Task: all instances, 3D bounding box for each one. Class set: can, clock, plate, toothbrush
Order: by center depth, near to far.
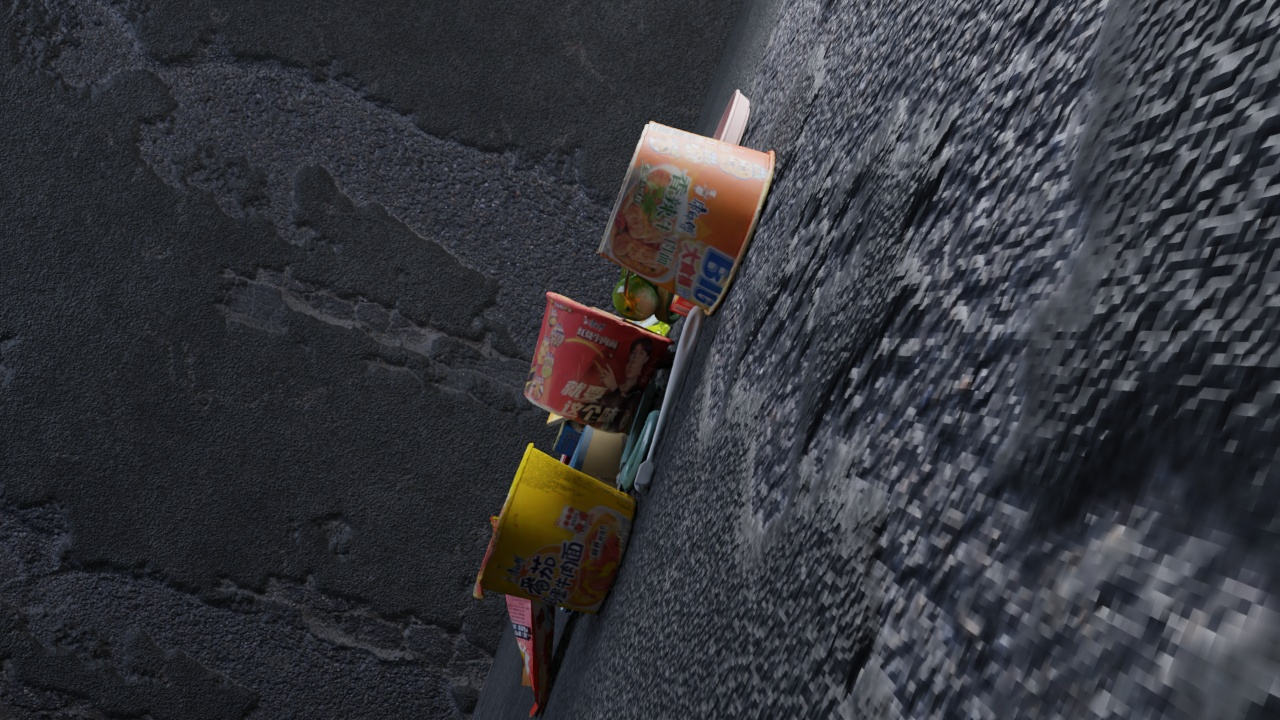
[{"bbox_3d":[0.026,0.031,0.804,0.016,0.016,0.179,104,-175,-70],"label":"toothbrush"},{"bbox_3d":[0.018,-0.098,0.954,0.161,0.056,0.116,-24,-50,-69],"label":"clock"},{"bbox_3d":[-0.061,0.090,1.198,0.101,0.083,0.057,-75,6,-56],"label":"can"},{"bbox_3d":[0.095,-0.247,1.228,0.229,0.028,0.229,-164,95,-87],"label":"plate"}]

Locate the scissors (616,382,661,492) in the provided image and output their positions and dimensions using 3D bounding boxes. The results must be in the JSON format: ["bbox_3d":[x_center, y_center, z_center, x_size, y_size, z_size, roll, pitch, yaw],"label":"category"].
[{"bbox_3d":[0.001,0.076,0.906,0.175,0.019,0.169,114,174,-51],"label":"scissors"}]

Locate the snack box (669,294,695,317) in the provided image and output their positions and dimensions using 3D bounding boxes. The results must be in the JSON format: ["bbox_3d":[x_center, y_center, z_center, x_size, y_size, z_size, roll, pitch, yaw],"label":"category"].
[{"bbox_3d":[0.070,-0.123,0.907,0.077,0.027,0.155,125,165,-82],"label":"snack box"}]

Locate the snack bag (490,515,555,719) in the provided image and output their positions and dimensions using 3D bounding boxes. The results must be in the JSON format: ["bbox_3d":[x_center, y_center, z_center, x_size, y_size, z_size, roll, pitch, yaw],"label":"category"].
[{"bbox_3d":[-0.120,0.266,0.995,0.129,0.073,0.208,165,101,-77],"label":"snack bag"}]

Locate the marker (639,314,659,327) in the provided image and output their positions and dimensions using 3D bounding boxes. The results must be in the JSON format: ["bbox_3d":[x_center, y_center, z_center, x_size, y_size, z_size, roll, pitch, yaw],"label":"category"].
[{"bbox_3d":[-0.020,-0.023,1.183,0.146,0.017,0.017,-36,6,3],"label":"marker"}]

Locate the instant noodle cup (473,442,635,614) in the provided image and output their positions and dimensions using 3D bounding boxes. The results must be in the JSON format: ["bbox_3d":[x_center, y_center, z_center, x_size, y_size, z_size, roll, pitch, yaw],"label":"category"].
[{"bbox_3d":[-0.073,0.157,0.815,0.138,0.110,0.138,-162,93,-86],"label":"instant noodle cup"}]

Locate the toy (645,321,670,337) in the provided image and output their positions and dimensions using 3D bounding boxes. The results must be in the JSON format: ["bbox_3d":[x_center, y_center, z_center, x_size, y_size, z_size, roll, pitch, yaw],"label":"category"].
[{"bbox_3d":[0.006,-0.010,1.125,0.097,0.031,0.099,-23,28,57],"label":"toy"}]

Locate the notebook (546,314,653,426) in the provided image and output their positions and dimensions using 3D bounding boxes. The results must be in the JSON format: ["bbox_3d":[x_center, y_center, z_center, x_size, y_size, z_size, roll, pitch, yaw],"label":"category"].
[{"bbox_3d":[-0.039,0.003,1.208,0.146,0.010,0.205,-20,28,21],"label":"notebook"}]

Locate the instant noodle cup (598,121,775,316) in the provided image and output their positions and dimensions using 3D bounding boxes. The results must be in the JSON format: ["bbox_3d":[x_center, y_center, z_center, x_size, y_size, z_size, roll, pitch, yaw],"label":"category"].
[{"bbox_3d":[0.036,-0.128,0.788,0.151,0.111,0.151,-162,93,-86],"label":"instant noodle cup"}]

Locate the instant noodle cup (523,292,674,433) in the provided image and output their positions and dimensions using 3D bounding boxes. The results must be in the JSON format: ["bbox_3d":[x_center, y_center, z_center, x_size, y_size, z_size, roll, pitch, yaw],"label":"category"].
[{"bbox_3d":[-0.047,0.005,0.922,0.138,0.138,0.108,-120,51,-85],"label":"instant noodle cup"}]

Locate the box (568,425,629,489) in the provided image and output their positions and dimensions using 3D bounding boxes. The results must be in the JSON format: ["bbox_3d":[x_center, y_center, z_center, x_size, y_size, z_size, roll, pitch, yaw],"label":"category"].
[{"bbox_3d":[-0.061,0.148,1.056,0.089,0.063,0.185,-74,5,-48],"label":"box"}]

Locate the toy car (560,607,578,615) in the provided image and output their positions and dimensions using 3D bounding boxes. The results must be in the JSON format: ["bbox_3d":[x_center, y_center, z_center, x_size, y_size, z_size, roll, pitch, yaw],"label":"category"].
[{"bbox_3d":[-0.059,0.208,0.939,0.049,0.031,0.105,117,173,-56],"label":"toy car"}]

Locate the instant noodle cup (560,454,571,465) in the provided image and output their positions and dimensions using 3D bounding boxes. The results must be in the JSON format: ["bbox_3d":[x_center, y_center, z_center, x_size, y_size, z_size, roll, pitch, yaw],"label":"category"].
[{"bbox_3d":[-0.084,0.148,1.360,0.194,0.066,0.194,-161,93,-86],"label":"instant noodle cup"}]

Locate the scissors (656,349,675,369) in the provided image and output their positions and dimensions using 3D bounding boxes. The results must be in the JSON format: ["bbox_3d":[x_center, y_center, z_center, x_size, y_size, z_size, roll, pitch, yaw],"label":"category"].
[{"bbox_3d":[-0.008,0.017,1.029,0.183,0.015,0.209,-61,20,25],"label":"scissors"}]
